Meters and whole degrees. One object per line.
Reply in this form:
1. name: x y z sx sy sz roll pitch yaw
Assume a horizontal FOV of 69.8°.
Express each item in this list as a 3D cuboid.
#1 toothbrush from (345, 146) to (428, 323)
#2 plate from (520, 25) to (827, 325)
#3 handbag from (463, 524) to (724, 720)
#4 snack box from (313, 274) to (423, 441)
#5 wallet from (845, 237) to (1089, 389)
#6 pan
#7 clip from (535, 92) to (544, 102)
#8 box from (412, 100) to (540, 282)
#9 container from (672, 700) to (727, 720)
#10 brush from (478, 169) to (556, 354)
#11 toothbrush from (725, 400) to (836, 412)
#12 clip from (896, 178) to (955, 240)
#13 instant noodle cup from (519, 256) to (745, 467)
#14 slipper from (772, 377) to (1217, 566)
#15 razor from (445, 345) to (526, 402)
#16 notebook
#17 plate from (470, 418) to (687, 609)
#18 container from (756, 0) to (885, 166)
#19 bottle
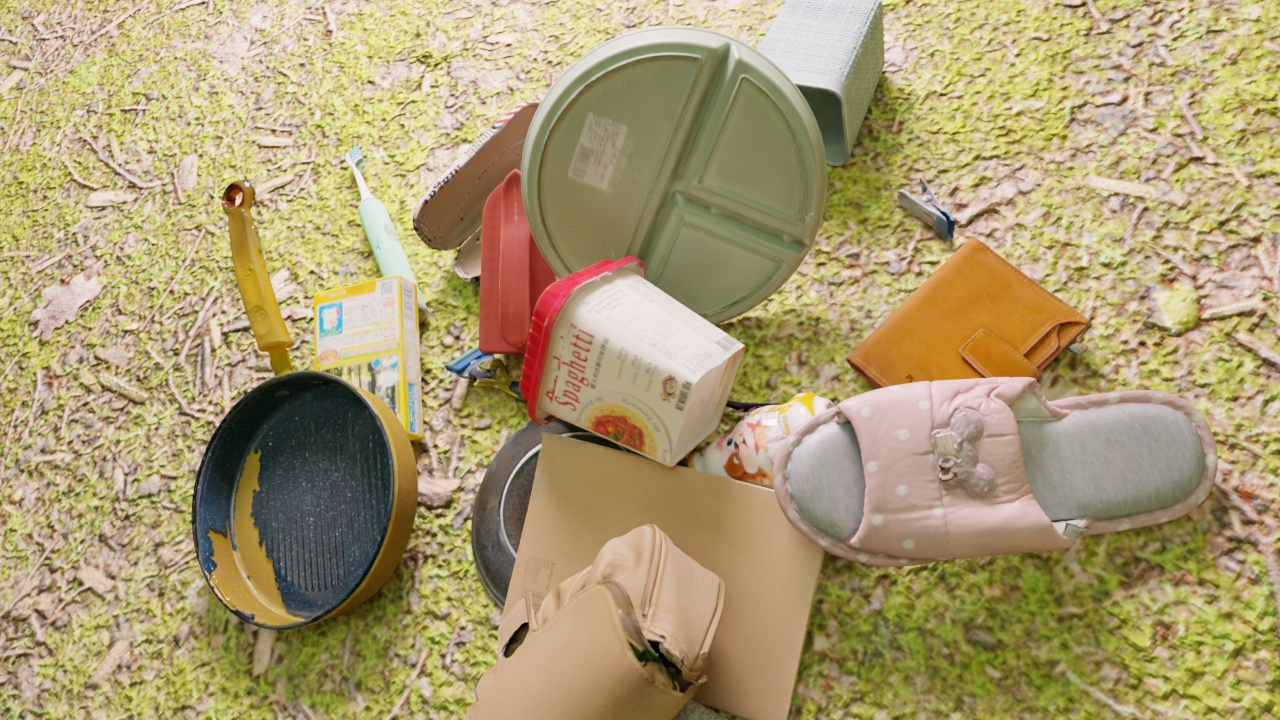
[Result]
1. toothbrush: -0.243 -0.121 0.857 0.027 0.026 0.224 -41 57 19
2. plate: 0.023 -0.124 0.677 0.230 0.230 0.027 -14 23 11
3. handbag: -0.041 0.195 0.550 0.100 0.147 0.204 38 98 -8
4. snack box: -0.230 0.004 0.771 0.087 0.033 0.140 -11 72 17
5. wallet: 0.234 -0.008 0.648 0.130 0.035 0.119 -44 57 -3
6. pan: -0.284 0.029 0.725 0.198 0.078 0.357 -16 73 18
7. clip: -0.059 -0.229 0.838 0.098 0.035 0.099 -16 52 15
8. box: -0.119 -0.148 0.796 0.162 0.085 0.075 -46 35 -3
9. container: 0.055 0.265 0.539 0.114 0.090 0.090 26 75 30
10. brush: -0.098 -0.078 0.738 0.063 0.069 0.145 0 83 -4
11. toothbrush: 0.095 0.037 0.673 0.189 0.014 0.017 2 75 22
12. clip: 0.221 -0.116 0.707 0.028 0.024 0.057 -29 56 -2
13. instant noodle cup: -0.004 0.004 0.646 0.124 0.117 0.116 28 33 22
14. slipper: 0.220 0.067 0.566 0.274 0.054 0.114 -4 83 1
15. razor: -0.093 0.023 0.736 0.143 0.022 0.042 22 46 33
16. notebook: 0.011 0.145 0.625 0.212 0.012 0.149 12 87 19
17. plate: -0.048 0.110 0.683 0.180 0.024 0.179 -8 63 15
18. container: 0.145 -0.237 0.754 0.090 0.090 0.111 17 68 24
19. bottle: 0.088 0.065 0.640 0.109 0.063 0.063 -22 59 23
